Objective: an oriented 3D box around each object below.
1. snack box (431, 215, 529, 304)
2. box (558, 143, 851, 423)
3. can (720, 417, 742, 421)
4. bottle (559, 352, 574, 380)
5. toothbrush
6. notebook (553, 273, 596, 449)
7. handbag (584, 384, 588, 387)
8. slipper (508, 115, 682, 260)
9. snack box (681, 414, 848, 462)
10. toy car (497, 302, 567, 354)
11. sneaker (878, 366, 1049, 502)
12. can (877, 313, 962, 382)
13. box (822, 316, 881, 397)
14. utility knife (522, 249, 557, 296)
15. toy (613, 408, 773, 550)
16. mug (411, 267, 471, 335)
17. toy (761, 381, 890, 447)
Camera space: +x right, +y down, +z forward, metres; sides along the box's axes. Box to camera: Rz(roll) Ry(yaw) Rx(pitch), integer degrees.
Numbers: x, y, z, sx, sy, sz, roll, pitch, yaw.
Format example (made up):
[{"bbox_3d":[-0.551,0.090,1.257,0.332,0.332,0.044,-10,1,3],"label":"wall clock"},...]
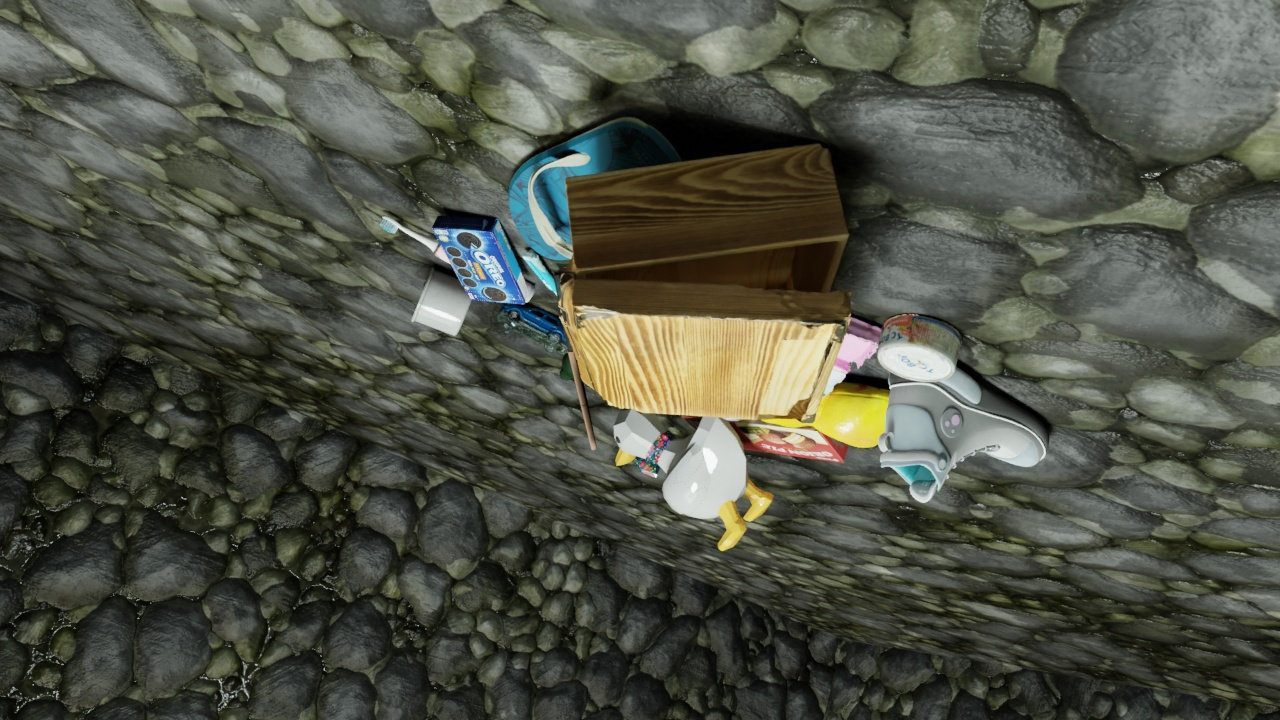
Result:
[{"bbox_3d":[-0.201,-0.127,1.178,0.082,0.027,0.150,6,150,16],"label":"snack box"},{"bbox_3d":[0.052,-0.047,0.869,0.247,0.175,0.279,-6,160,1],"label":"box"},{"bbox_3d":[0.122,0.035,1.213,0.064,0.064,0.127,19,-167,0],"label":"can"},{"bbox_3d":[-0.099,0.006,1.443,0.055,0.055,0.174,23,162,-12],"label":"bottle"},{"bbox_3d":[-0.244,-0.138,1.233,0.222,0.026,0.027,26,163,-20],"label":"toothbrush"},{"bbox_3d":[-0.088,0.005,1.241,0.008,0.141,0.209,-12,140,-3],"label":"notebook"},{"bbox_3d":[-0.008,0.007,1.275,0.125,0.114,0.154,16,158,-5],"label":"handbag"},{"bbox_3d":[-0.066,-0.160,0.920,0.118,0.060,0.296,49,149,-15],"label":"slipper"},{"bbox_3d":[0.192,0.095,1.401,0.237,0.060,0.113,4,154,37],"label":"snack box"},{"bbox_3d":[-0.153,-0.051,1.357,0.120,0.043,0.056,25,160,-9],"label":"toy car"},{"bbox_3d":[0.391,0.112,1.114,0.256,0.160,0.093,30,158,-24],"label":"sneaker"},{"bbox_3d":[0.311,-0.013,1.024,0.086,0.043,0.086,18,158,7],"label":"can"},{"bbox_3d":[0.152,-0.031,1.105,0.230,0.035,0.160,20,151,-2],"label":"box"},{"bbox_3d":[-0.119,-0.104,1.230,0.022,0.015,0.169,19,164,22],"label":"utility knife"},{"bbox_3d":[0.075,0.153,1.394,0.267,0.140,0.247,44,142,10],"label":"toy"},{"bbox_3d":[-0.289,-0.089,1.346,0.070,0.084,0.113,21,-165,-14],"label":"mug"},{"bbox_3d":[0.245,0.060,1.223,0.194,0.087,0.135,18,157,4],"label":"toy"}]
